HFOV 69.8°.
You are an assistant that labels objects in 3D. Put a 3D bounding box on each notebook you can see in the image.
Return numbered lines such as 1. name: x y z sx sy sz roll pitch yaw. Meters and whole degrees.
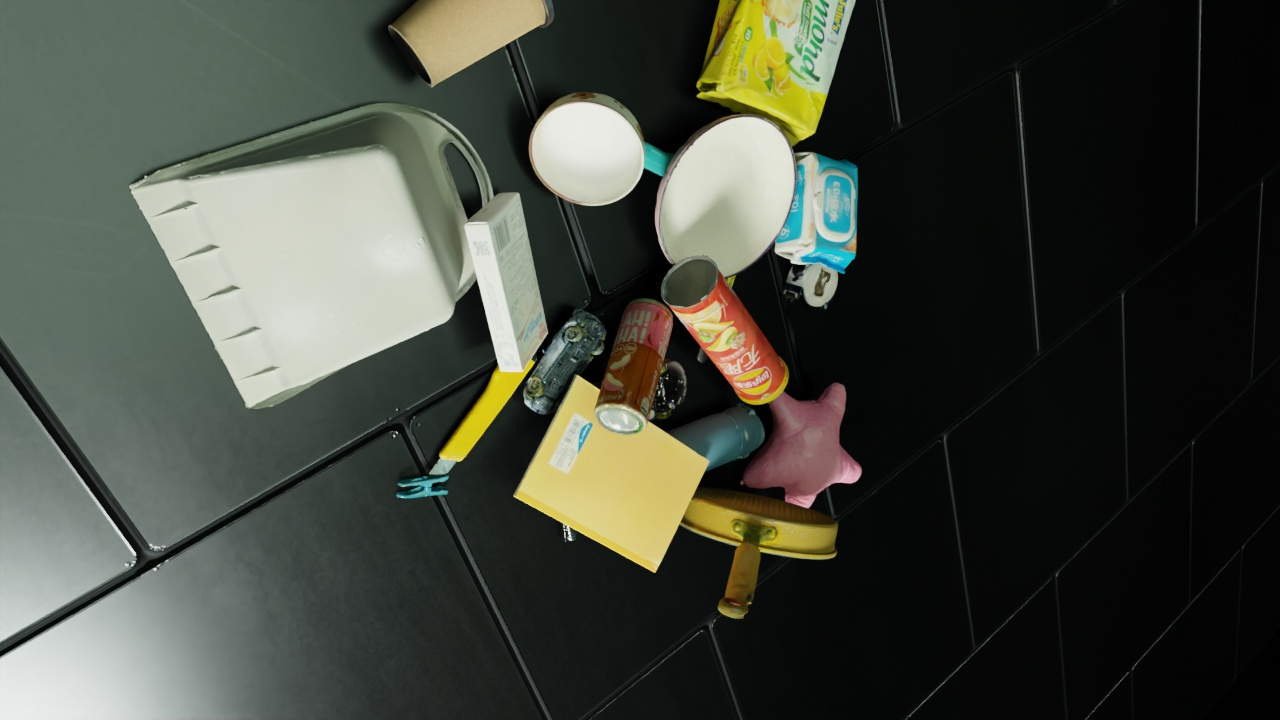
1. notebook: -0.025 0.128 1.006 0.206 0.010 0.145 34 75 -30

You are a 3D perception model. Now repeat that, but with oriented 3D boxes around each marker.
1. marker: -0.090 0.148 1.039 0.022 0.018 0.131 -35 125 -44
2. marker: 0.092 -0.056 1.104 0.018 0.015 0.124 12 99 -35

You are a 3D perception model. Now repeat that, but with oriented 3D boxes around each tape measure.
1. tape measure: 0.219 -0.101 1.170 0.065 0.034 0.066 10 99 -39

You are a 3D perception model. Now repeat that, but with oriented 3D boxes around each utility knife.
1. utility knife: -0.163 0.049 0.954 0.173 0.015 0.033 -54 129 -9
2. utility knife: -0.005 -0.226 0.980 0.160 0.013 0.029 19 91 -37

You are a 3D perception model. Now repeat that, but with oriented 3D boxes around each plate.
1. plate: 0.091 -0.184 1.031 0.192 0.039 0.193 -19 127 -27

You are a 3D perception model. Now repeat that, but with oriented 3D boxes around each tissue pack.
1. tissue pack: 0.215 -0.179 1.104 0.089 0.063 0.140 6 85 -34

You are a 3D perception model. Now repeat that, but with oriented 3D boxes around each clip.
1. clip: -0.223 0.130 0.940 0.056 0.014 0.046 -2 108 -35

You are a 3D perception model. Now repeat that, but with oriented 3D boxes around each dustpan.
1. dustpan: -0.263 -0.112 0.834 0.258 0.142 0.223 -16 117 1

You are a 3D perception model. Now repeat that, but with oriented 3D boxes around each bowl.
1. bowl: -0.049 -0.217 0.906 0.113 0.114 0.062 55 30 -34

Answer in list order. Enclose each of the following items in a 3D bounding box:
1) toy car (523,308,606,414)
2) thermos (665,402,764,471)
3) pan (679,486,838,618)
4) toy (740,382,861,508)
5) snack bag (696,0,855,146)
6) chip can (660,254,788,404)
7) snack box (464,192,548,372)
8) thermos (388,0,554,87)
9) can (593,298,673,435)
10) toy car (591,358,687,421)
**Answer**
1. toy car: -0.083 0.002 0.981 0.120 0.037 0.054 -57 147 1
2. thermos: 0.053 0.112 1.101 0.220 0.070 0.070 -17 114 -31
3. pan: 0.123 0.209 1.032 0.357 0.198 0.078 10 91 -80
4. toy: 0.206 0.116 1.210 0.178 0.074 0.195 -25 115 -15
5. snack bag: 0.152 -0.378 1.007 0.157 0.068 0.246 11 99 -37
6. chip can: 0.101 -0.031 1.063 0.073 0.073 0.216 -53 136 -10
7. snack box: -0.128 -0.076 0.895 0.084 0.027 0.157 -65 151 -57
8. thermos: -0.146 -0.308 0.808 0.143 0.093 0.093 -39 124 -9
9. can: -0.006 0.006 0.986 0.058 0.058 0.147 45 46 -37
10. toy car: -0.016 0.046 1.043 0.157 0.042 0.070 -19 116 -26
